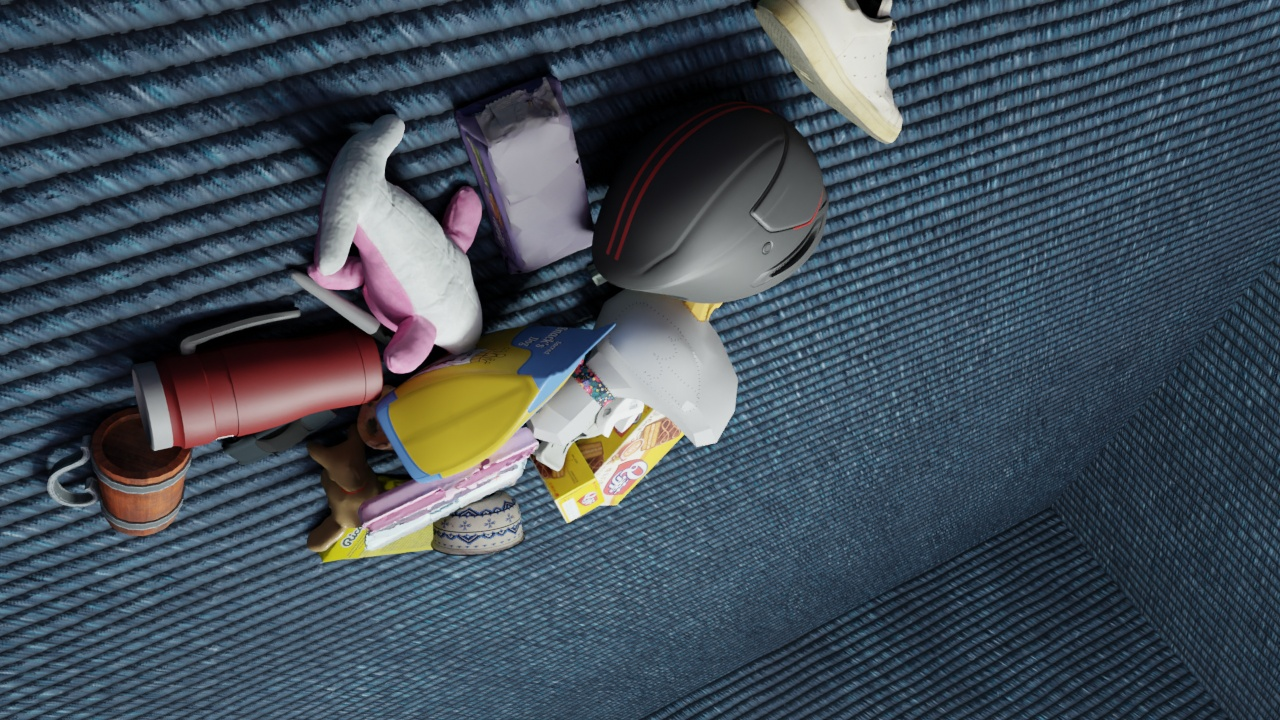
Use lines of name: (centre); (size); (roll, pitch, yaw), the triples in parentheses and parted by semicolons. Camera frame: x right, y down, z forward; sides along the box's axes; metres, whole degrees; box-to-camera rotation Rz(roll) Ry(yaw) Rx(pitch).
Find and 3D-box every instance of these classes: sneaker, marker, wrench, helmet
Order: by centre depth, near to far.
marker: (-0.261, -0.042, 0.838); (0.138, 0.022, 0.016); (39, 81, -36)
helmet: (0.067, -0.155, 0.874); (0.264, 0.164, 0.170); (-40, 139, -16)
sneaker: (0.203, -0.301, 0.876); (0.102, 0.089, 0.241); (-49, 142, 12)
wrench: (0.031, -0.016, 1.134); (0.274, 0.018, 0.066); (-56, 152, 13)

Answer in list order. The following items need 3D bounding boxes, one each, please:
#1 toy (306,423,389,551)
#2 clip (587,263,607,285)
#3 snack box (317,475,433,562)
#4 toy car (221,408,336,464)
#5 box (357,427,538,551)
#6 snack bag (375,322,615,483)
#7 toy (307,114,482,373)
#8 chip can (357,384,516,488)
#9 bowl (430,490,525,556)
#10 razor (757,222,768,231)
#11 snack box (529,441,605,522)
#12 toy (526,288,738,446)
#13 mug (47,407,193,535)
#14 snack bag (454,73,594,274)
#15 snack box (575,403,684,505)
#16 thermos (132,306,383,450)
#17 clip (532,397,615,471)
toy: (-0.319, 0.133, 1.011); (0.134, 0.106, 0.108); (-24, 134, -24)
clip: (-0.020, -0.107, 0.998); (0.074, 0.035, 0.023); (-27, 151, 3)
snack box: (-0.306, 0.197, 1.165); (0.180, 0.045, 0.121); (8, 129, -51)
toy car: (-0.368, 0.072, 0.936); (0.112, 0.034, 0.046); (-29, 149, -6)
box: (-0.214, 0.141, 1.012); (0.200, 0.044, 0.155); (-25, 170, -24)
snack bag: (-0.132, 0.023, 0.909); (0.206, 0.102, 0.158); (-24, -170, 22)
toy: (-0.220, -0.083, 0.794); (0.128, 0.186, 0.266); (7, 153, 14)
chip can: (-0.219, 0.092, 1.062); (0.080, 0.079, 0.229); (-38, 149, 11)
bowl: (-0.201, 0.193, 1.131); (0.115, 0.116, 0.059); (-7, 99, -36)
razor: (0.131, -0.155, 1.042); (0.156, 0.060, 0.057); (-19, 121, -26)
snack box: (-0.102, 0.146, 1.213); (0.061, 0.105, 0.084); (-29, 150, -9)
toy: (-0.006, 0.005, 1.032); (0.267, 0.247, 0.141); (-51, 170, -3)
mug: (-0.482, 0.106, 0.851); (0.117, 0.081, 0.111); (7, 138, -23)
snack bag: (-0.096, -0.156, 0.829); (0.096, 0.058, 0.206); (-27, 149, -10)
snack box: (-0.015, 0.110, 1.284); (0.110, 0.061, 0.231); (9, 130, -49)
thermos: (-0.344, 0.010, 0.831); (0.198, 0.084, 0.108); (-13, 114, -32)
clip: (-0.091, 0.062, 1.152); (0.151, 0.091, 0.126); (-42, 148, 2)
